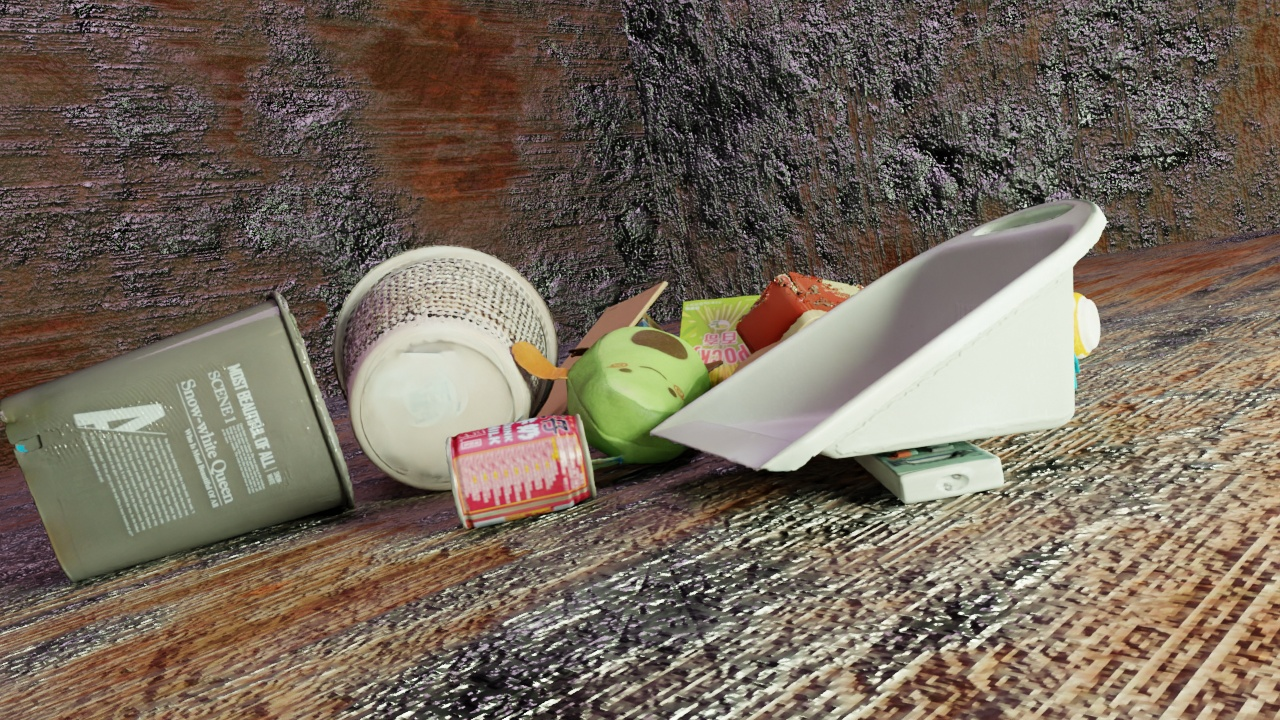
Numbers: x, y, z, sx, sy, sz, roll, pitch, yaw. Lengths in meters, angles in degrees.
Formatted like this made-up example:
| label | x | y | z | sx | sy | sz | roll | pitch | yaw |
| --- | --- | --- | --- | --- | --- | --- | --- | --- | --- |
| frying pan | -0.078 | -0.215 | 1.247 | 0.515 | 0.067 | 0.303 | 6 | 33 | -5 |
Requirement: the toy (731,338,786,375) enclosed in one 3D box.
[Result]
| label | x | y | z | sx | sy | sz | roll | pitch | yaw |
| --- | --- | --- | --- | --- | --- | --- | --- | --- | --- |
| toy | 0.139 | 0.016 | 0.767 | 0.225 | 0.082 | 0.144 | -16 | 4 | -35 |

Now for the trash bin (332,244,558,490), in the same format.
| label | x | y | z | sx | sy | sz | roll | pitch | yaw |
| --- | --- | --- | --- | --- | --- | --- | --- | --- | --- |
| trash bin | -0.183 | 0.017 | 0.856 | 0.227 | 0.227 | 0.192 | -11 | 17 | -6 |

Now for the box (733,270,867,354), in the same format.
| label | x | y | z | sx | sy | sz | roll | pitch | yaw |
| --- | --- | --- | --- | --- | --- | --- | --- | --- | --- |
| box | 0.179 | -0.037 | 0.912 | 0.168 | 0.080 | 0.092 | 4 | -45 | -41 |

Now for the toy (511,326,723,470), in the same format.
| label | x | y | z | sx | sy | sz | roll | pitch | yaw |
| --- | --- | --- | --- | --- | --- | --- | --- | --- | --- |
| toy | -0.001 | 0.024 | 0.790 | 0.227 | 0.090 | 0.246 | 14 | 19 | -1 |

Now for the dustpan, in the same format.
| label | x | y | z | sx | sy | sz | roll | pitch | yaw |
| --- | --- | --- | --- | --- | --- | --- | --- | --- | --- |
| dustpan | 0.152 | -0.025 | 0.574 | 0.257 | 0.142 | 0.223 | -4 | 1 | -14 |

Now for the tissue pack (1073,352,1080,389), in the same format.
| label | x | y | z | sx | sy | sz | roll | pitch | yaw |
| --- | --- | --- | --- | --- | --- | --- | --- | --- | --- |
| tissue pack | 0.263 | 0.012 | 0.708 | 0.133 | 0.050 | 0.093 | -15 | 7 | -35 |

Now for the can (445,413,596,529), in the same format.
| label | x | y | z | sx | sy | sz | roll | pitch | yaw |
| --- | --- | --- | --- | --- | --- | --- | --- | --- | --- |
| can | -0.082 | 0.075 | 0.636 | 0.093 | 0.066 | 0.066 | -11 | 4 | -6 |

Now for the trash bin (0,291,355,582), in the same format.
| label | x | y | z | sx | sy | sz | roll | pitch | yaw |
| --- | --- | --- | --- | --- | --- | --- | --- | --- | --- |
| trash bin | -0.385 | 0.066 | 0.782 | 0.219 | 0.199 | 0.199 | -20 | 8 | -24 |

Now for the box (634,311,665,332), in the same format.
| label | x | y | z | sx | sy | sz | roll | pitch | yaw |
| --- | --- | --- | --- | --- | --- | --- | --- | --- | --- |
| box | -0.006 | 0.006 | 1.011 | 0.090 | 0.061 | 0.184 | -46 | 11 | 8 |

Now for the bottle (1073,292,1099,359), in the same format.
| label | x | y | z | sx | sy | sz | roll | pitch | yaw |
| --- | --- | --- | --- | --- | --- | --- | --- | --- | --- |
| bottle | 0.373 | -0.028 | 0.872 | 0.109 | 0.063 | 0.063 | -8 | 6 | 40 |

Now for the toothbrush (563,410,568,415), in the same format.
| label | x | y | z | sx | sy | sz | roll | pitch | yaw |
| --- | --- | --- | --- | --- | --- | --- | --- | --- | --- |
| toothbrush | -0.092 | 0.065 | 1.125 | 0.020 | 0.029 | 0.190 | -53 | 13 | -10 |

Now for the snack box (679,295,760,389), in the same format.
| label | x | y | z | sx | sy | sz | roll | pitch | yaw |
| --- | --- | --- | --- | --- | --- | --- | --- | --- | --- |
| snack box | 0.082 | -0.006 | 0.934 | 0.086 | 0.026 | 0.156 | -3 | 42 | 11 |

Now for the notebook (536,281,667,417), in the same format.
| label | x | y | z | sx | sy | sz | roll | pitch | yaw |
| --- | --- | --- | --- | --- | --- | --- | --- | --- | --- |
| notebook | -0.061 | -0.001 | 1.055 | 0.211 | 0.012 | 0.150 | -52 | 15 | -25 |

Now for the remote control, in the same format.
| label | x | y | z | sx | sy | sz | roll | pitch | yaw |
| --- | --- | --- | --- | --- | --- | --- | --- | --- | --- |
| remote control | 0.166 | 0.058 | 0.551 | 0.056 | 0.019 | 0.135 | -11 | 4 | 3 |
